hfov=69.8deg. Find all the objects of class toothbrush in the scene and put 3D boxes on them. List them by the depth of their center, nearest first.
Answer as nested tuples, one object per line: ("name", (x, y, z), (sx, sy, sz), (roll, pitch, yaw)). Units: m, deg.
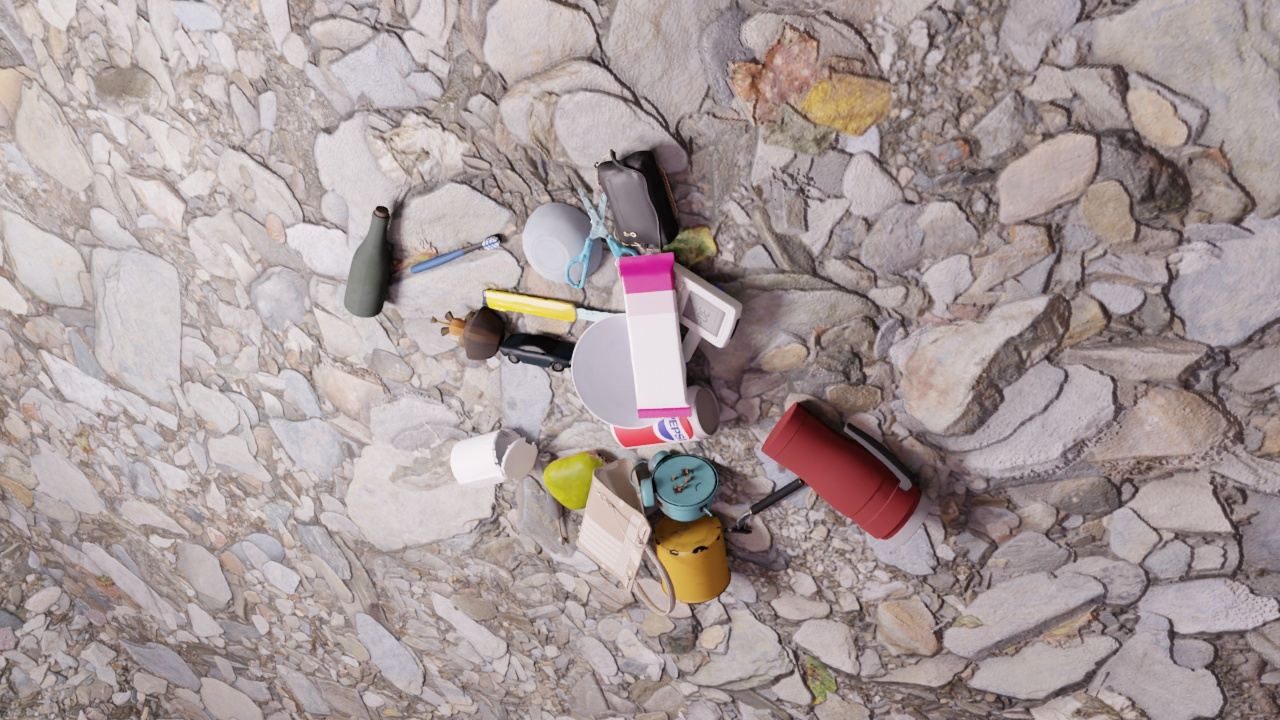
("toothbrush", (-0.249, -0.140, 1.225), (0.168, 0.014, 0.014), (-14, 126, 33))
("toothbrush", (-0.132, 0.219, 1.412), (0.024, 0.022, 0.186), (34, 142, 45))

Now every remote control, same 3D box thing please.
("remote control", (0.058, -0.073, 1.086), (0.138, 0.025, 0.060), (35, 131, 22))

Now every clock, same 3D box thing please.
("clock", (0.046, 0.169, 1.241), (0.124, 0.089, 0.053), (14, 137, 18))

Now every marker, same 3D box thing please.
("marker", (0.068, -0.035, 1.132), (0.020, 0.020, 0.142), (30, 131, 5))

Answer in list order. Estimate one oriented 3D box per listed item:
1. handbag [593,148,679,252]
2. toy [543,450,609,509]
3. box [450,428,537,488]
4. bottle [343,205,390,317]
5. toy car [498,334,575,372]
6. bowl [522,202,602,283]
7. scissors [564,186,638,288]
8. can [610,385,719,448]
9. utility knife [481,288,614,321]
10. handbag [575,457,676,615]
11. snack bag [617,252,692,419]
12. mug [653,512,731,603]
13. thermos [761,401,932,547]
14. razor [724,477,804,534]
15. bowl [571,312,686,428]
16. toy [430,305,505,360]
("handbag", (-0.008, -0.181, 1.046), (0.079, 0.054, 0.128), (-1, 124, 32))
("toy", (-0.087, 0.172, 1.335), (0.090, 0.051, 0.110), (47, 128, -12))
("box", (-0.213, 0.148, 1.363), (0.144, 0.089, 0.080), (-19, 149, 34))
("bottle", (-0.369, -0.138, 1.262), (0.055, 0.055, 0.175), (30, 129, 5))
("toy car", (-0.135, -0.014, 1.233), (0.112, 0.046, 0.034), (10, 128, 23))
("bowl", (-0.103, -0.138, 1.133), (0.106, 0.039, 0.106), (14, 127, 19))
("scissors", (-0.059, -0.141, 1.099), (0.111, 0.015, 0.141), (-27, 109, 1))
("can", (0.030, 0.074, 1.193), (0.132, 0.070, 0.070), (-10, 117, 32))
("utility knife", (-0.114, -0.066, 1.204), (0.224, 0.019, 0.030), (13, 133, 25))
("handbag", (-0.008, 0.269, 1.285), (0.198, 0.062, 0.176), (52, 146, 32))
("snack bag", (0.018, -0.027, 1.087), (0.070, 0.016, 0.196), (-4, 101, 21))
("mug", (0.065, 0.268, 1.300), (0.124, 0.100, 0.094), (26, 135, 48))
("thermos", (0.254, 0.131, 1.108), (0.198, 0.083, 0.108), (36, 132, 3))
("razor", (0.170, 0.195, 1.240), (0.042, 0.022, 0.145), (11, 137, -36))
("bowl", (-0.007, 0.007, 1.149), (0.144, 0.074, 0.144), (3, 102, 14))
("toy", (-0.237, -0.041, 1.258), (0.100, 0.062, 0.076), (17, 93, -2))
